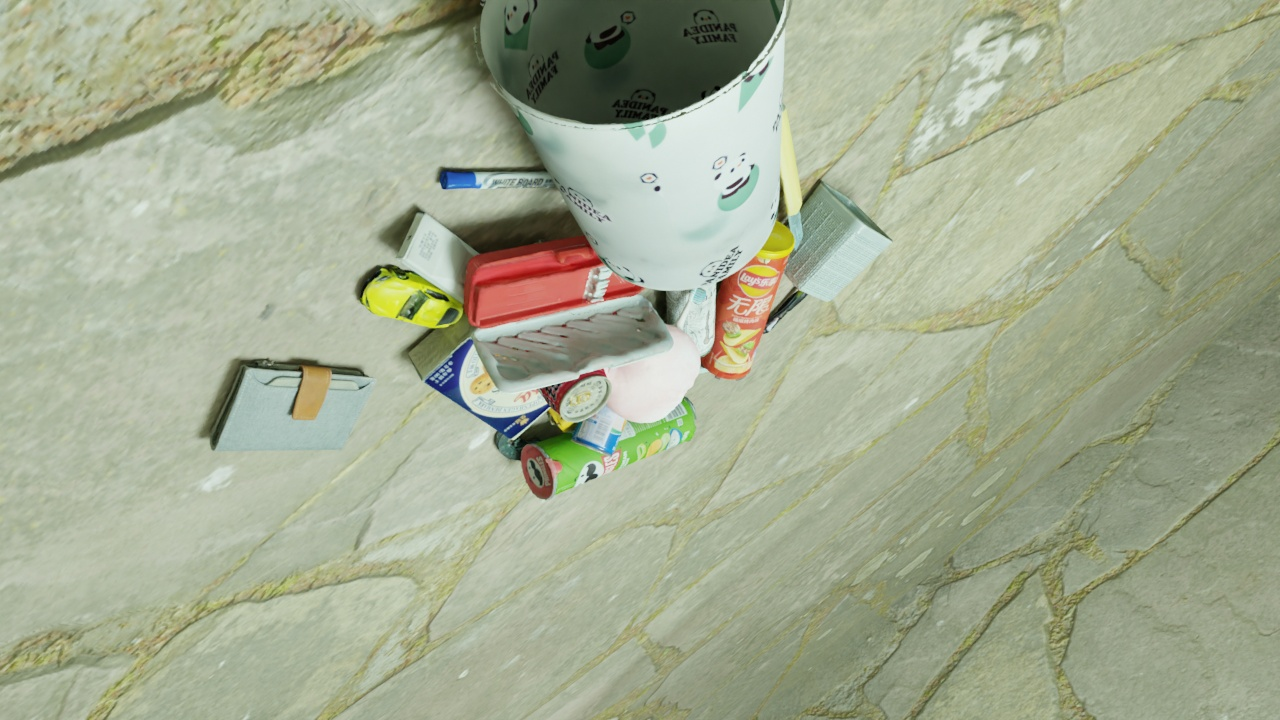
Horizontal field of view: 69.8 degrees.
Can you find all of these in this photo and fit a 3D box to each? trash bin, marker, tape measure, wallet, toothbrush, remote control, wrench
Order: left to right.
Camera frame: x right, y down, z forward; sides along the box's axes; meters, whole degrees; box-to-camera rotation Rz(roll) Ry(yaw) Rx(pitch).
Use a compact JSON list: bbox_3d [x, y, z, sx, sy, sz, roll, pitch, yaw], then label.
[{"bbox_3d":[-0.328,0.047,0.877,0.129,0.037,0.107,6,128,-46],"label":"wallet"},{"bbox_3d":[-0.174,-0.089,0.853,0.125,0.024,0.049,37,70,-55],"label":"remote control"},{"bbox_3d":[-0.114,-0.165,0.840,0.145,0.017,0.017,-9,137,-36],"label":"marker"},{"bbox_3d":[-0.099,0.058,1.082,0.029,0.057,0.060,-32,171,-5],"label":"tape measure"},{"bbox_3d":[-0.086,0.115,1.200,0.273,0.016,0.056,15,121,-49],"label":"wrench"},{"bbox_3d":[0.016,-0.198,0.751,0.229,0.229,0.252,-35,152,-6],"label":"trash bin"},{"bbox_3d":[0.032,-0.013,1.084,0.026,0.027,0.225,-54,171,-41],"label":"toothbrush"}]

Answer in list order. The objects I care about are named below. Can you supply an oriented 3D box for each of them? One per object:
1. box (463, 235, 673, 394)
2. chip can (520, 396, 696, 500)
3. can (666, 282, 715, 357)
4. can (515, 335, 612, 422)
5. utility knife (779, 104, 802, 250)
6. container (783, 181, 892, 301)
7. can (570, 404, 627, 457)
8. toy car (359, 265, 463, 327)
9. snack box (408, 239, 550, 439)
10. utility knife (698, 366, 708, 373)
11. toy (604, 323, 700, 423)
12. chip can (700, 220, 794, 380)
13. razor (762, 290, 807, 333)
[{"bbox_3d":[-0.060,-0.049,0.876,0.201,0.100,0.110,-15,139,-31],"label":"box"},{"bbox_3d":[-0.035,0.104,1.166,0.235,0.072,0.072,-18,142,-36],"label":"chip can"},{"bbox_3d":[0.059,-0.067,1.079,0.058,0.058,0.147,-26,144,-17],"label":"can"},{"bbox_3d":[-0.078,0.010,0.929,0.066,0.094,0.067,-25,144,-21],"label":"can"},{"bbox_3d":[0.167,-0.203,1.029,0.031,0.021,0.202,-39,133,-18],"label":"utility knife"},{"bbox_3d":[0.229,-0.141,1.125,0.089,0.090,0.112,13,124,-49],"label":"container"},{"bbox_3d":[-0.033,0.043,1.082,0.053,0.053,0.134,31,80,-55],"label":"can"},{"bbox_3d":[-0.213,-0.055,0.866,0.105,0.032,0.048,15,120,-48],"label":"toy car"},{"bbox_3d":[-0.124,-0.016,0.982,0.178,0.046,0.182,-41,146,2],"label":"snack box"},{"bbox_3d":[0.017,0.028,1.189,0.233,0.018,0.034,-12,140,-32],"label":"utility knife"},{"bbox_3d":[-0.006,0.006,1.019,0.159,0.054,0.121,27,100,-36],"label":"toy"},{"bbox_3d":[0.128,-0.071,1.127,0.073,0.073,0.217,-19,143,-26],"label":"chip can"},{"bbox_3d":[0.209,-0.087,1.228,0.042,0.022,0.143,19,118,-49],"label":"razor"}]
